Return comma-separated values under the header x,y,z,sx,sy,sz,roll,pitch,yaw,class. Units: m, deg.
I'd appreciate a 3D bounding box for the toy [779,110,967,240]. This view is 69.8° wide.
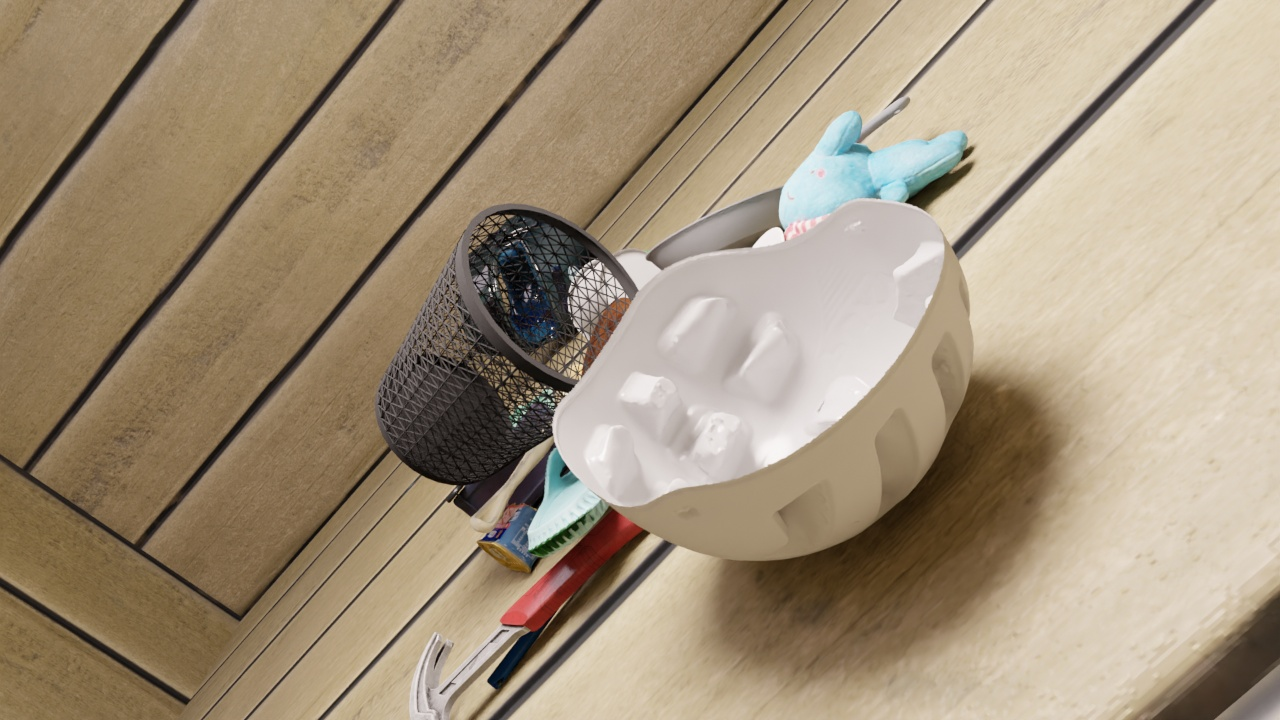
x,y,z,sx,sy,sz,roll,pitch,yaw,class
0.204,-0.169,0.842,0.181,0.115,0.182,-27,14,36,toy

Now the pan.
x,y,z,sx,sy,sz,roll,pitch,yaw,class
0.152,-0.175,1.008,0.200,0.051,0.358,-20,-5,-46,pan

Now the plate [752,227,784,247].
x,y,z,sx,sy,sz,roll,pitch,yaw,class
0.093,-0.012,0.855,0.229,0.030,0.229,-160,92,-83,plate

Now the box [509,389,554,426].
x,y,z,sx,sy,sz,roll,pitch,yaw,class
-0.170,0.131,1.318,0.188,0.057,0.137,-31,41,51,box

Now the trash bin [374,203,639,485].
x,y,z,sx,sy,sz,roll,pitch,yaw,class
-0.146,0.001,0.947,0.244,0.217,0.216,-42,15,36,trash bin

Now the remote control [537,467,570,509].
x,y,z,sx,sy,sz,roll,pitch,yaw,class
-0.072,0.131,1.086,0.133,0.013,0.058,-51,13,-6,remote control

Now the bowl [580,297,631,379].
x,y,z,sx,sy,sz,roll,pitch,yaw,class
-0.006,0.006,1.060,0.147,0.069,0.147,17,-91,-71,bowl

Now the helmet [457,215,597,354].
x,y,z,sx,sy,sz,roll,pitch,yaw,class
-0.194,-0.151,1.757,0.236,0.249,0.315,-14,25,15,helmet

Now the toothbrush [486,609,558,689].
x,y,z,sx,sy,sz,roll,pitch,yaw,class
-0.075,0.223,0.844,0.190,0.016,0.017,-51,27,-6,toothbrush

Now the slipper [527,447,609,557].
x,y,z,sx,sy,sz,roll,pitch,yaw,class
-0.050,0.099,0.889,0.116,0.069,0.275,-40,3,22,slipper

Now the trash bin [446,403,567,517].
x,y,z,sx,sy,sz,roll,pitch,yaw,class
-0.152,0.138,1.157,0.161,0.094,0.092,-49,4,9,trash bin

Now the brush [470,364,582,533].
x,y,z,sx,sy,sz,roll,pitch,yaw,class
-0.111,0.096,1.064,0.062,0.077,0.271,11,44,29,brush

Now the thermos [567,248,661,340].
x,y,z,sx,sy,sz,roll,pitch,yaw,class
-0.026,-0.089,1.225,0.131,0.131,0.222,-51,4,-8,thermos

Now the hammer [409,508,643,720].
x,y,z,sx,sy,sz,roll,pitch,yaw,class
-0.088,0.215,0.825,0.316,0.036,0.126,-45,32,3,hammer

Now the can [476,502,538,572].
x,y,z,sx,sy,sz,roll,pitch,yaw,class
-0.138,0.198,1.032,0.058,0.054,0.100,-54,15,-23,can

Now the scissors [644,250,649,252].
x,y,z,sx,sy,sz,roll,pitch,yaw,class
0.058,-0.132,1.193,0.071,0.130,0.014,-110,25,-69,scissors

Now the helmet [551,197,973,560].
x,y,z,sx,sy,sz,roll,pitch,yaw,class
0.081,0.012,0.556,0.223,0.184,0.283,-64,12,-29,helmet
